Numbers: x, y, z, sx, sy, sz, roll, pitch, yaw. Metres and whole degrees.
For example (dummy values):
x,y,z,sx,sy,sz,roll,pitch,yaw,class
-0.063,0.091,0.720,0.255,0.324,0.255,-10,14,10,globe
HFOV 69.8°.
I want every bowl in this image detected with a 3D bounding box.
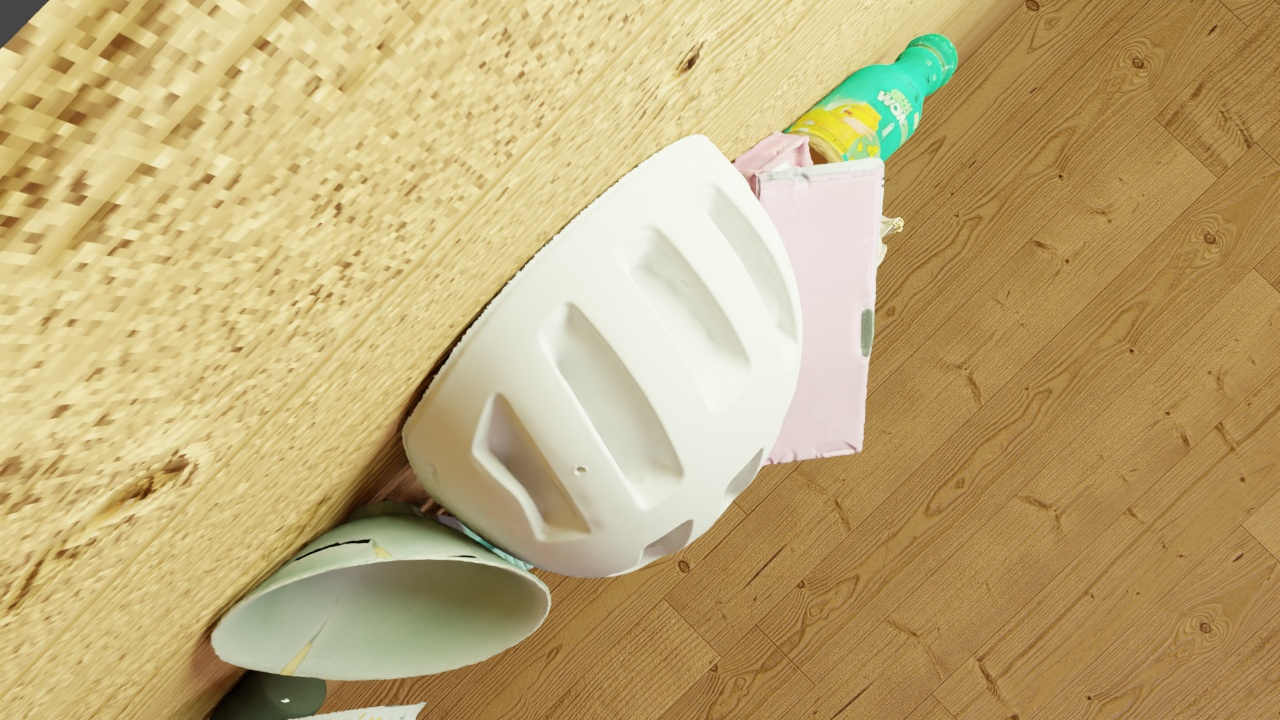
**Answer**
x,y,z,sx,sy,sz,roll,pitch,yaw,class
-0.139,0.116,0.497,0.174,0.067,0.174,-8,147,-5,bowl

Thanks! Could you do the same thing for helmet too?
x,y,z,sx,sy,sz,roll,pitch,yaw,class
-0.014,0.004,0.495,0.223,0.184,0.283,-48,159,-28,helmet

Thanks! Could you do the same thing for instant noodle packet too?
x,y,z,sx,sy,sz,roll,pitch,yaw,class
-0.280,0.304,0.647,0.147,0.057,0.269,-49,152,13,instant noodle packet

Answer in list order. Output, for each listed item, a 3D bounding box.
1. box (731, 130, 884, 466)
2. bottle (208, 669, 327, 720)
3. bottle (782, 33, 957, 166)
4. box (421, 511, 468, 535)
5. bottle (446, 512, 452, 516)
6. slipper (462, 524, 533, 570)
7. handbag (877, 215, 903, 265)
x,y,z,sx,sy,sz,roll,pitch,yaw,class
0.118,-0.031,0.641,0.099,0.099,0.233,-42,137,-47,box
-0.298,0.279,0.717,0.109,0.060,0.060,-46,177,16,bottle
0.184,-0.196,0.721,0.209,0.068,0.068,-43,177,-31,bottle
-0.166,0.150,0.651,0.107,0.095,0.216,-18,172,-11,box
-0.174,0.170,0.976,0.056,0.056,0.160,-47,176,38,bottle
-0.177,0.183,0.843,0.276,0.069,0.116,-25,180,-5,slipper
0.148,-0.092,0.843,0.194,0.101,0.198,-45,-156,-8,handbag
